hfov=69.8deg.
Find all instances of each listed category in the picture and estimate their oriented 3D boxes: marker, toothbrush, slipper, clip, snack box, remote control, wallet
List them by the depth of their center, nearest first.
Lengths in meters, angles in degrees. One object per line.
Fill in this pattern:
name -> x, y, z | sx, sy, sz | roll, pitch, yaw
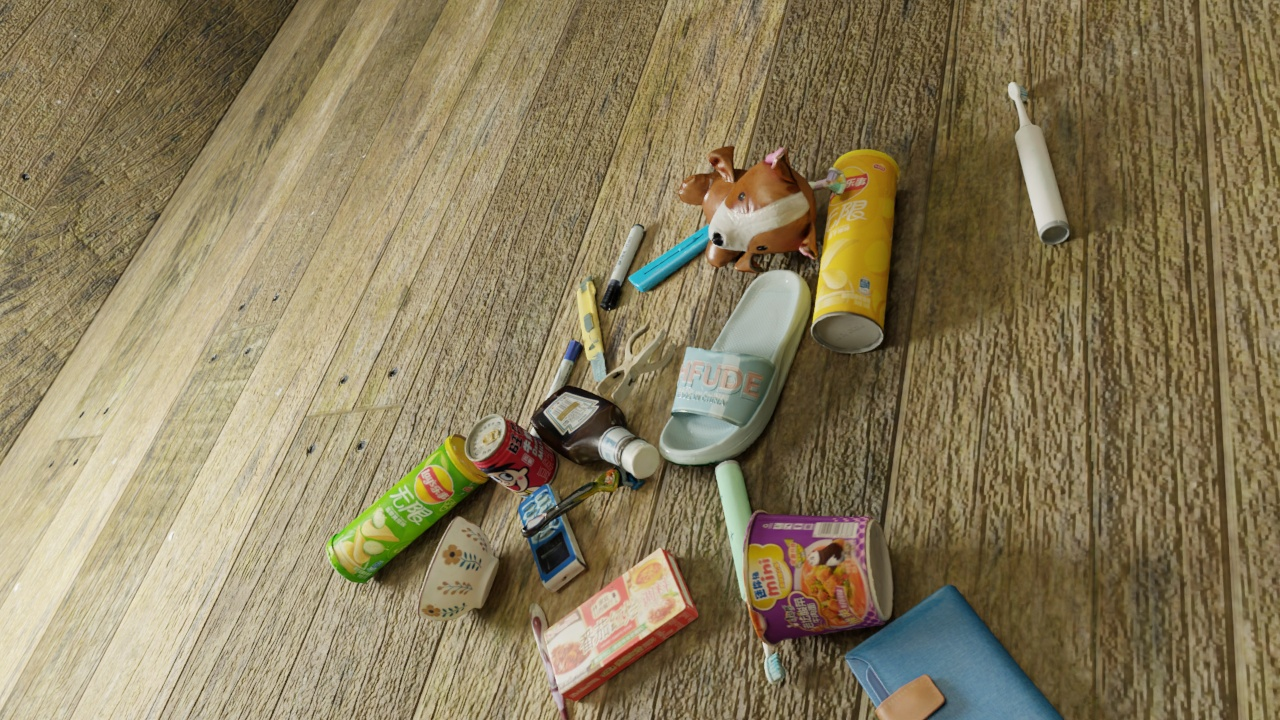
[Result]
wallet -> 0.224, 0.242, 0.669 | 0.106, 0.040, 0.133 | -37, 40, 5
toothbrush -> 0.098, 0.185, 0.829 | 0.027, 0.026, 0.224 | -55, 30, 38
snack box -> -0.021, 0.253, 0.878 | 0.153, 0.025, 0.075 | -38, 41, 11
toothbrush -> -0.087, 0.312, 0.893 | 0.016, 0.017, 0.187 | -37, 42, 10
toothbrush -> 0.384, -0.201, 0.896 | 0.027, 0.026, 0.220 | 125, 156, -50
slipper -> 0.097, 0.001, 0.944 | 0.104, 0.074, 0.245 | 12, 65, 44
remote control -> -0.097, 0.190, 0.995 | 0.049, 0.024, 0.125 | -40, 40, 9
toothbrush -> 0.178, -0.188, 1.008 | 0.020, 0.029, 0.189 | -19, 9, -10
clip -> -0.012, 0.001, 1.059 | 0.104, 0.034, 0.081 | -41, 38, -3
marker -> -0.105, 0.040, 1.131 | 0.017, 0.017, 0.145 | 0, 58, 41
marker -> -0.022, -0.122, 1.189 | 0.023, 0.018, 0.130 | 6, 63, 34

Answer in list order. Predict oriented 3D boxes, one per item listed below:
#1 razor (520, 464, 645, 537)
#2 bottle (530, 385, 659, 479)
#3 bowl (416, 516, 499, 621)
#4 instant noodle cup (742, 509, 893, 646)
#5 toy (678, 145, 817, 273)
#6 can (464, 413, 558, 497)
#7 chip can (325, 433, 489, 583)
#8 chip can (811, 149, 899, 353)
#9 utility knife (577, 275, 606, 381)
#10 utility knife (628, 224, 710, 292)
razor -> -0.067, 0.148, 0.981 | 0.142, 0.022, 0.042 | -30, 38, -2
bottle -> -0.048, 0.082, 1.009 | 0.079, 0.044, 0.195 | -44, 33, -17
bowl -> -0.192, 0.233, 0.999 | 0.062, 0.114, 0.113 | 18, 64, 1
instant noodle cup -> 0.147, 0.173, 0.744 | 0.099, 0.111, 0.111 | -9, 52, 24
toy -> 0.118, -0.162, 0.998 | 0.130, 0.140, 0.200 | -35, 21, -19
can -> -0.148, 0.109, 1.051 | 0.067, 0.094, 0.066 | -23, 45, 25
chip can -> -0.287, 0.185, 1.127 | 0.221, 0.072, 0.072 | -40, 41, 8
chip can -> 0.219, -0.114, 0.932 | 0.072, 0.072, 0.212 | -9, 53, 36
utility knife -> -0.060, -0.040, 1.162 | 0.031, 0.020, 0.194 | -35, 46, 22
utility knife -> 0.074, -0.149, 1.128 | 0.207, 0.018, 0.034 | -34, 41, 12
